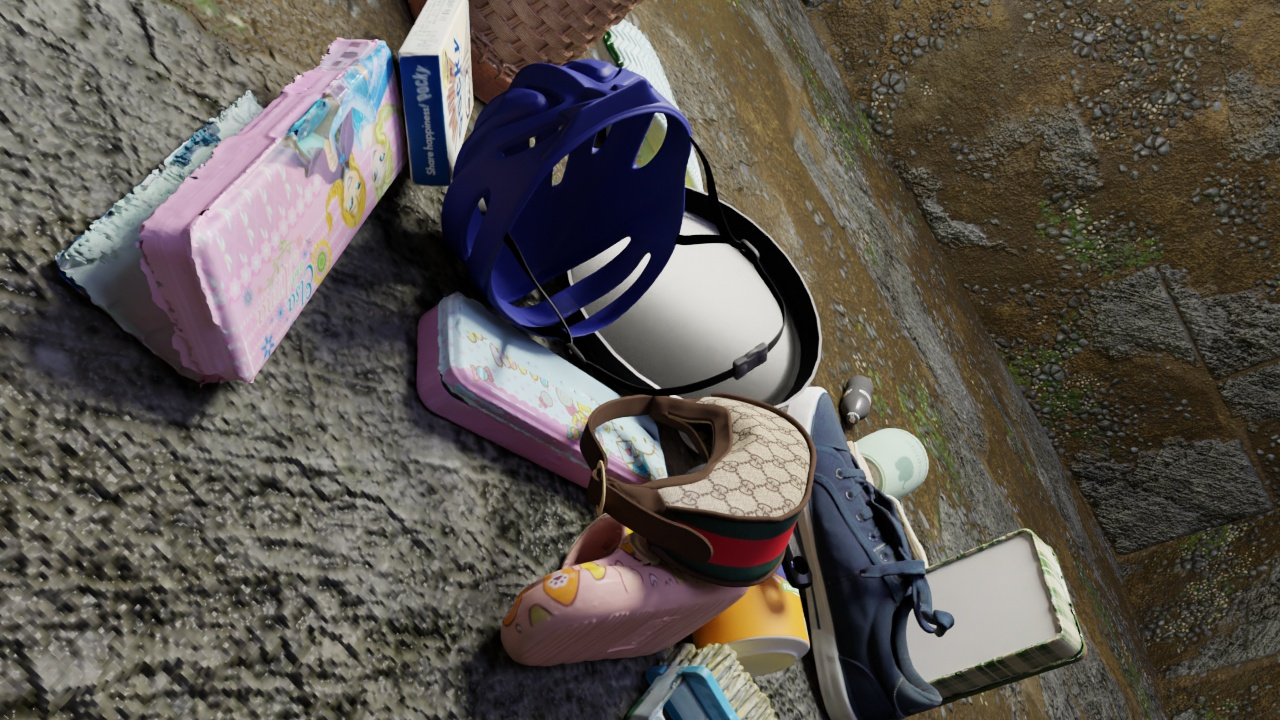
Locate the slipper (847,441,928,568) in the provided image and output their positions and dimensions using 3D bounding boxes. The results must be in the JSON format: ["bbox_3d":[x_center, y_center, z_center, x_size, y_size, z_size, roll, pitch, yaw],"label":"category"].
[{"bbox_3d":[0.260,0.188,0.951,0.114,0.054,0.273,-97,161,-57],"label":"slipper"}]

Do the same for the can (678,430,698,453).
[{"bbox_3d":[0.072,0.039,0.786,0.067,0.067,0.076,60,27,-5],"label":"can"}]

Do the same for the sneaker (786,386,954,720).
[{"bbox_3d":[0.200,0.159,0.788,0.120,0.127,0.294,11,66,-60],"label":"sneaker"}]

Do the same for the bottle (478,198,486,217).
[{"bbox_3d":[-0.094,-0.108,0.662,0.112,0.030,0.030,-6,71,-62],"label":"bottle"}]

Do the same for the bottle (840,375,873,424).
[{"bbox_3d":[0.278,0.053,1.181,0.036,0.036,0.109,58,27,-10],"label":"bottle"}]

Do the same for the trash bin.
[{"bbox_3d":[-0.060,-0.313,0.713,0.151,0.211,0.151,41,34,-36],"label":"trash bin"}]

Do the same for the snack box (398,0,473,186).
[{"bbox_3d":[-0.130,-0.181,0.596,0.149,0.026,0.082,-96,-172,-55],"label":"snack box"}]

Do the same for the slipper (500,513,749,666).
[{"bbox_3d":[-0.009,0.125,0.542,0.197,0.093,0.081,15,42,-56],"label":"slipper"}]

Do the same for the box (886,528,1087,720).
[{"bbox_3d":[0.281,0.241,0.822,0.050,0.206,0.117,37,34,-28],"label":"box"}]

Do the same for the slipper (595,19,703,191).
[{"bbox_3d":[0.006,-0.219,0.908,0.245,0.074,0.103,56,21,-51],"label":"slipper"}]

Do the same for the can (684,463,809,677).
[{"bbox_3d":[0.070,0.150,0.664,0.079,0.079,0.142,34,38,-45],"label":"can"}]

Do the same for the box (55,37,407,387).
[{"bbox_3d":[-0.190,-0.086,0.460,0.229,0.077,0.085,-80,173,-52],"label":"box"}]

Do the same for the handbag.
[{"bbox_3d":[0.030,0.067,0.552,0.138,0.063,0.166,19,26,8],"label":"handbag"}]

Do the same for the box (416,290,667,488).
[{"bbox_3d":[-0.054,0.032,0.597,0.214,0.036,0.076,35,37,-44],"label":"box"}]

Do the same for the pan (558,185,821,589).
[{"bbox_3d":[0.058,0.006,0.697,0.225,0.034,0.355,1,57,-30],"label":"pan"}]

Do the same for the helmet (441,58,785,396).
[{"bbox_3d":[-0.017,-0.061,0.547,0.147,0.242,0.227,-32,75,-21],"label":"helmet"}]

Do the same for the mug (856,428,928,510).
[{"bbox_3d":[0.274,0.141,1.049,0.103,0.084,0.111,-12,90,-53],"label":"mug"}]

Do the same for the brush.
[{"bbox_3d":[0.052,0.249,0.573,0.075,0.056,0.136,-41,103,-40],"label":"brush"}]
